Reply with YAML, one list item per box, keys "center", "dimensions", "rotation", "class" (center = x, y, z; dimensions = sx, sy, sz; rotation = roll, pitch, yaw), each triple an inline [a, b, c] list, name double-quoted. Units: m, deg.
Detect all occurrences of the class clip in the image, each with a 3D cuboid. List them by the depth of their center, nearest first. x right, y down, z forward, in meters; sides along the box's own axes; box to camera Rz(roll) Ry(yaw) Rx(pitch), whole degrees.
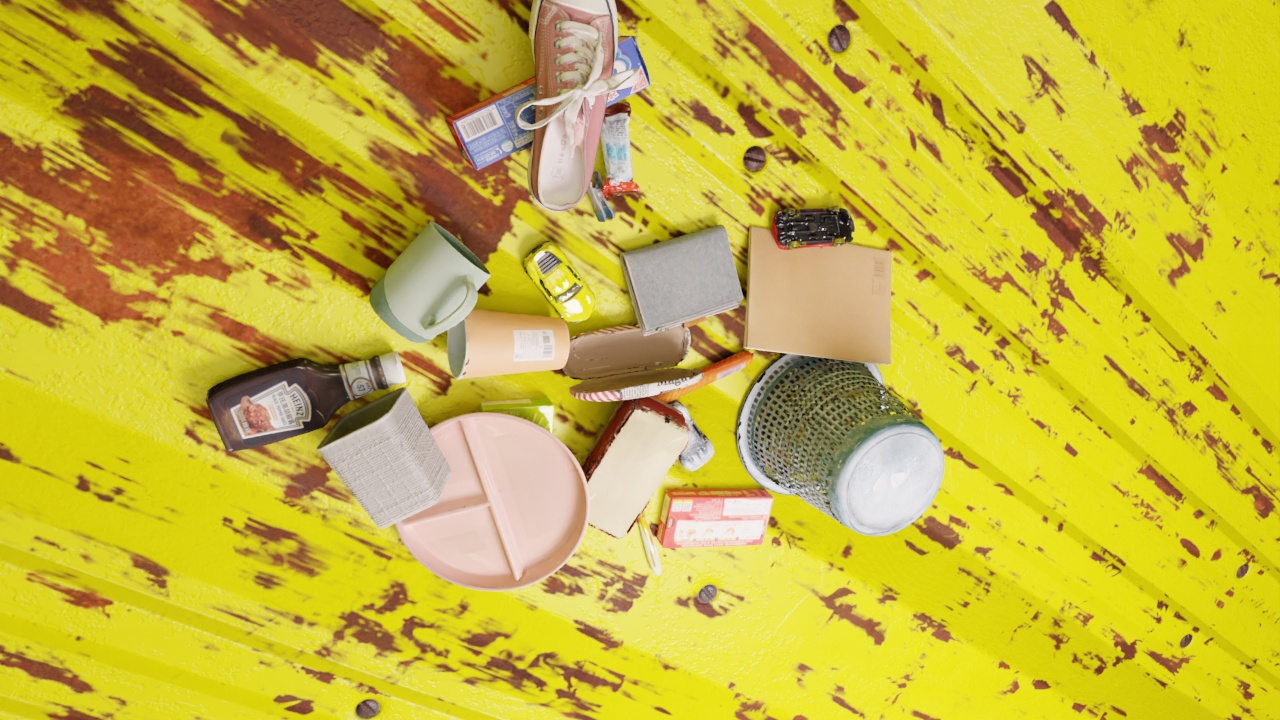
- center: [-0.047, -0.181, 1.016]
  dimensions: [0.035, 0.025, 0.058]
  rotation: [-25, 112, -18]
  class: "clip"

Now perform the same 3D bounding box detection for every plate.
- center: [-0.173, 0.163, 1.066]
  dimensions: [0.229, 0.028, 0.230]
  rotation: [0, 109, -1]
  class: "plate"

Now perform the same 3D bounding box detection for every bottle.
- center: [-0.349, 0.034, 0.973]
  dimensions: [0.194, 0.044, 0.080]
  rotation: [-18, 116, -15]
  class: "bottle"

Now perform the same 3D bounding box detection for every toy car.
- center: [-0.088, -0.085, 1.034]
  dimensions: [0.048, 0.032, 0.105]
  rotation: [-39, 120, -4]
  class: "toy car"
- center: [0.211, -0.160, 1.116]
  dimensions: [0.106, 0.031, 0.049]
  rotation: [-7, 83, -17]
  class: "toy car"
- center: [0.054, 0.096, 1.161]
  dimensions: [0.049, 0.031, 0.105]
  rotation: [-39, 118, -4]
  class: "toy car"

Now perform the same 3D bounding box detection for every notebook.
- center: [0.225, -0.078, 1.137]
  dimensions: [0.211, 0.012, 0.149]
  rotation: [6, 83, -23]
  class: "notebook"

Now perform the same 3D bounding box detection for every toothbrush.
- center: [0.003, 0.204, 1.190]
  dimensions: [0.016, 0.018, 0.191]
  rotation: [-20, 114, -11]
  class: "toothbrush"

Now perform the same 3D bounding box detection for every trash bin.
- center: [0.263, 0.112, 1.155]
  dimensions: [0.226, 0.195, 0.227]
  rotation: [-7, 113, -18]
  class: "trash bin"

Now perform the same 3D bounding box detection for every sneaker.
- center: [-0.063, -0.260, 0.876]
  dimensions: [0.118, 0.088, 0.241]
  rotation: [4, 104, -19]
  class: "sneaker"

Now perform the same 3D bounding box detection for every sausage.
- center: [0.073, 0.024, 1.144]
  dimensions: [0.165, 0.021, 0.021]
  rotation: [-23, 117, -11]
  class: "sausage"

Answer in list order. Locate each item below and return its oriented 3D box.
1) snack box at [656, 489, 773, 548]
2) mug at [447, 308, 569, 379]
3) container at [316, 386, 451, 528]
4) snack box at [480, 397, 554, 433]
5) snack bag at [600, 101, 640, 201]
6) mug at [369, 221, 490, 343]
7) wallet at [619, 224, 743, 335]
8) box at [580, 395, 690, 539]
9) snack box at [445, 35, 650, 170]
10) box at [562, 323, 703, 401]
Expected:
- center: [0.100, 0.211, 1.227]
  dimensions: [0.152, 0.025, 0.075]
  rotation: [3, 110, -22]
  class: "snack box"
- center: [-0.145, -0.019, 1.016]
  dimensions: [0.122, 0.078, 0.078]
  rotation: [-1, 110, -26]
  class: "mug"
- center: [-0.268, 0.106, 0.986]
  dimensions: [0.090, 0.090, 0.114]
  rotation: [-26, 108, 10]
  class: "container"
- center: [-0.149, 0.122, 1.095]
  dimensions: [0.085, 0.026, 0.156]
  rotation: [-2, 111, -20]
  class: "snack box"
- center: [-0.026, -0.228, 0.999]
  dimensions: [0.045, 0.026, 0.105]
  rotation: [-8, 99, -9]
  class: "snack bag"
- center: [-0.213, -0.070, 0.946]
  dimensions: [0.106, 0.112, 0.082]
  rotation: [-47, 142, 3]
  class: "mug"
- center: [0.049, -0.092, 1.078]
  dimensions: [0.129, 0.037, 0.106]
  rotation: [-18, 100, -15]
  class: "wallet"
- center: [-0.014, 0.129, 1.103]
  dimensions: [0.091, 0.078, 0.168]
  rotation: [28, 105, -15]
  class: "box"
- center: [-0.093, -0.267, 0.944]
  dimensions: [0.207, 0.058, 0.057]
  rotation: [-29, 115, -8]
  class: "snack box"
- center: [-0.006, 0.008, 1.072]
  dimensions: [0.162, 0.087, 0.076]
  rotation: [-8, 127, -22]
  class: "box"
